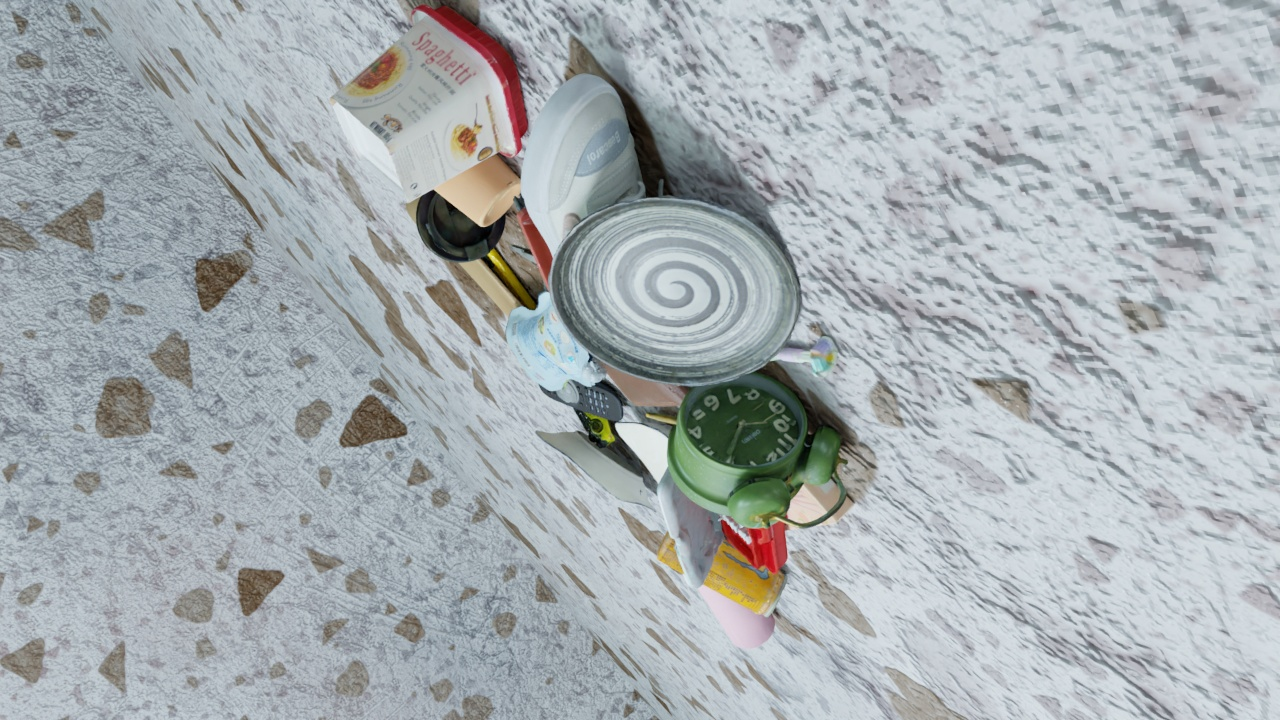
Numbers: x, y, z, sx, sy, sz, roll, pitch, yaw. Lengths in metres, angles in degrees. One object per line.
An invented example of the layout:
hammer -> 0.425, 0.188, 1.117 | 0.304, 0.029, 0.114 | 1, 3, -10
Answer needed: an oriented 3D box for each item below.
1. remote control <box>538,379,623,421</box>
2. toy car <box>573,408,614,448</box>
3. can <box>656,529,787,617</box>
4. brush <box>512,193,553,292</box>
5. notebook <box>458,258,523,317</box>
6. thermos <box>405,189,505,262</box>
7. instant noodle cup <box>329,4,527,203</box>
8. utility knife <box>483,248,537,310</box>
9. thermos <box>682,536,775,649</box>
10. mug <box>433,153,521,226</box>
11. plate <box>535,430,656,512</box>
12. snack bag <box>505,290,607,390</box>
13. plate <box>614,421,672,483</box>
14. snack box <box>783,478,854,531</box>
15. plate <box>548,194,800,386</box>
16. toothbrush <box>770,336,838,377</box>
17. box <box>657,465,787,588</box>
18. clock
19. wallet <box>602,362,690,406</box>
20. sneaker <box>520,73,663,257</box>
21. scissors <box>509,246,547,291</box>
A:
remote control -> -0.071, 0.038, 1.125 | 0.136, 0.024, 0.053 | 18, 132, 34
toy car -> -0.066, 0.063, 1.179 | 0.105, 0.032, 0.048 | 56, 163, 13
can -> 0.093, 0.238, 1.064 | 0.146, 0.058, 0.058 | 28, 159, 4
brush -> -0.062, -0.092, 0.820 | 0.069, 0.063, 0.146 | 53, 167, 34
notebook -> -0.166, -0.072, 1.139 | 0.207, 0.008, 0.148 | 48, 169, 3
thermos -> -0.203, -0.158, 0.974 | 0.093, 0.093, 0.143 | 59, 166, -28
instant noodle cup -> -0.173, -0.205, 0.752 | 0.116, 0.124, 0.117 | 41, 160, 22
utility knife -> -0.181, -0.127, 1.082 | 0.223, 0.015, 0.033 | 54, 161, -16
thermos -> 0.104, 0.290, 1.164 | 0.067, 0.087, 0.199 | -10, 127, 29
mug -> -0.176, -0.189, 0.872 | 0.123, 0.078, 0.078 | 43, 161, 1
plate -> -0.051, 0.137, 1.223 | 0.164, 0.034, 0.164 | 35, 180, 27
snack bag -> -0.094, -0.018, 0.992 | 0.191, 0.038, 0.110 | -12, 101, 66
plate -> 0.051, 0.125, 1.035 | 0.164, 0.034, 0.164 | 54, 161, -15
snack box -> 0.132, 0.119, 0.861 | 0.084, 0.026, 0.157 | 48, 161, 1
plate -> 0.024, -0.048, 0.656 | 0.179, 0.024, 0.180 | 6, 136, 6
toothbrush -> 0.090, -0.008, 0.721 | 0.020, 0.029, 0.190 | 12, 178, -26
box -> 0.069, 0.149, 0.859 | 0.095, 0.100, 0.202 | 38, 158, 35
clock -> 0.091, 0.072, 0.729 | 0.161, 0.116, 0.056 | 41, 150, 30
wallet -> -0.006, 0.005, 0.939 | 0.101, 0.032, 0.125 | 50, 162, -14
sneaker -> -0.021, -0.097, 0.682 | 0.091, 0.089, 0.242 | 38, 159, 23
scissors -> -0.091, -0.097, 0.958 | 0.159, 0.014, 0.181 | 44, 163, 19
